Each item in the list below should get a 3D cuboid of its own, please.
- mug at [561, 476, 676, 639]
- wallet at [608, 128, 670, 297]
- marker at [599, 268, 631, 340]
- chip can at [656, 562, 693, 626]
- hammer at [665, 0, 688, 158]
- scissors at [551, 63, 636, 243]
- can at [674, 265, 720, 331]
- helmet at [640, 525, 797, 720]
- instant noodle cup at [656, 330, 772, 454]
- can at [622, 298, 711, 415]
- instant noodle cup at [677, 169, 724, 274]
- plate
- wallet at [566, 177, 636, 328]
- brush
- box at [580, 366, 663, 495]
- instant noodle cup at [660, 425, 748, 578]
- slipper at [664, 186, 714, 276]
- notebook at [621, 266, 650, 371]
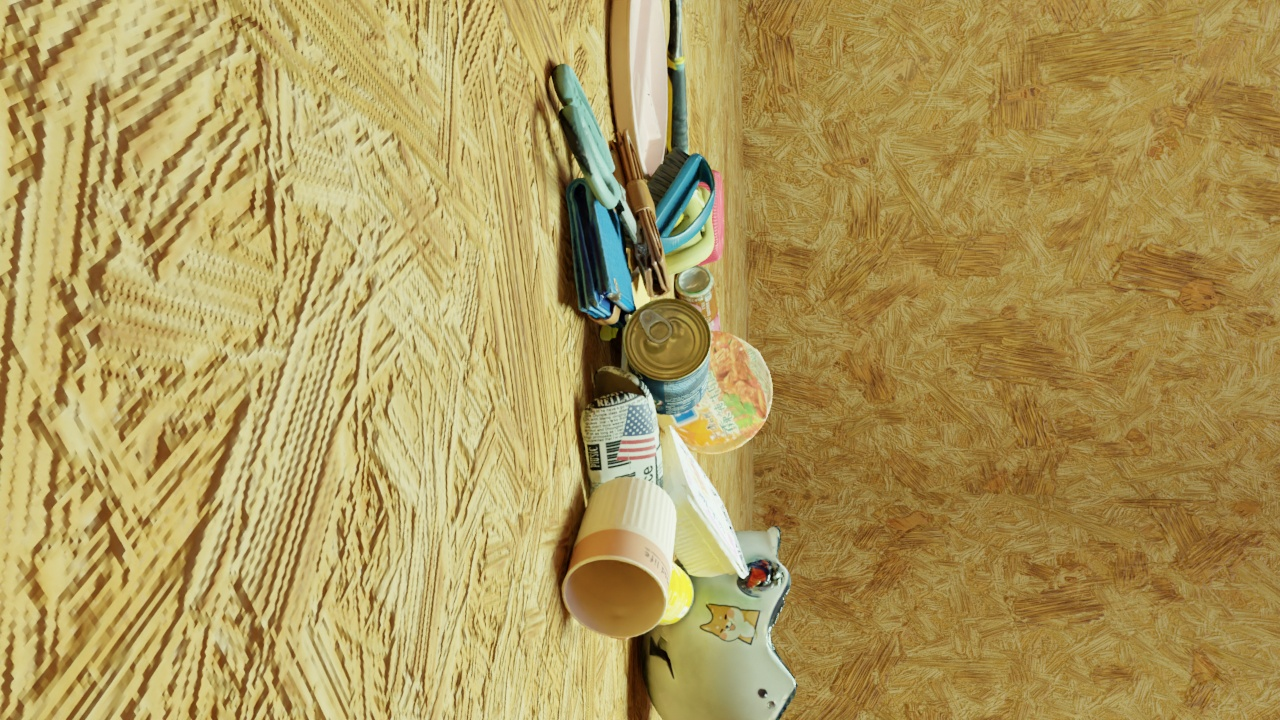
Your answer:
[{"bbox_3d":[-0.014,0.170,0.755,0.105,0.082,0.115,-76,167,-59],"label":"mug"},{"bbox_3d":[-0.002,-0.133,0.849,0.108,0.031,0.131,72,1,-77],"label":"wallet"},{"bbox_3d":[-0.021,-0.057,0.891,0.123,0.015,0.018,-74,166,-55],"label":"marker"},{"bbox_3d":[0.009,0.223,0.904,0.213,0.072,0.072,60,31,-70],"label":"chip can"},{"bbox_3d":[0.043,-0.358,1.111,0.324,0.032,0.126,86,-20,-58],"label":"hammer"},{"bbox_3d":[-0.034,-0.166,0.729,0.185,0.019,0.129,46,27,-72],"label":"scissors"},{"bbox_3d":[0.089,-0.082,1.398,0.147,0.058,0.057,73,20,-59],"label":"can"},{"bbox_3d":[0.081,0.319,1.069,0.231,0.157,0.273,102,-6,-55],"label":"helmet"},{"bbox_3d":[0.086,0.040,1.162,0.111,0.151,0.151,51,39,-87],"label":"instant noodle cup"},{"bbox_3d":[0.025,0.000,0.828,0.111,0.075,0.075,81,12,-70],"label":"can"},{"bbox_3d":[0.091,-0.218,1.390,0.193,0.066,0.194,2,89,-80],"label":"instant noodle cup"},{"bbox_3d":[0.000,-0.305,0.972,0.229,0.028,0.229,2,89,-80],"label":"plate"},{"bbox_3d":[-0.032,-0.084,0.766,0.133,0.040,0.106,22,60,-79],"label":"wallet"},{"bbox_3d":[0.037,-0.161,0.956,0.055,0.073,0.143,91,24,-56],"label":"brush"},{"bbox_3d":[-0.019,0.089,0.807,0.087,0.076,0.163,-47,144,-44],"label":"box"},{"bbox_3d":[0.052,0.166,1.029,0.138,0.060,0.173,56,8,-21],"label":"instant noodle cup"},{"bbox_3d":[0.032,-0.163,1.051,0.081,0.092,0.190,56,25,-25],"label":"slipper"},{"bbox_3d":[-0.006,0.006,0.942,0.145,0.010,0.206,-63,157,-71],"label":"notebook"}]
